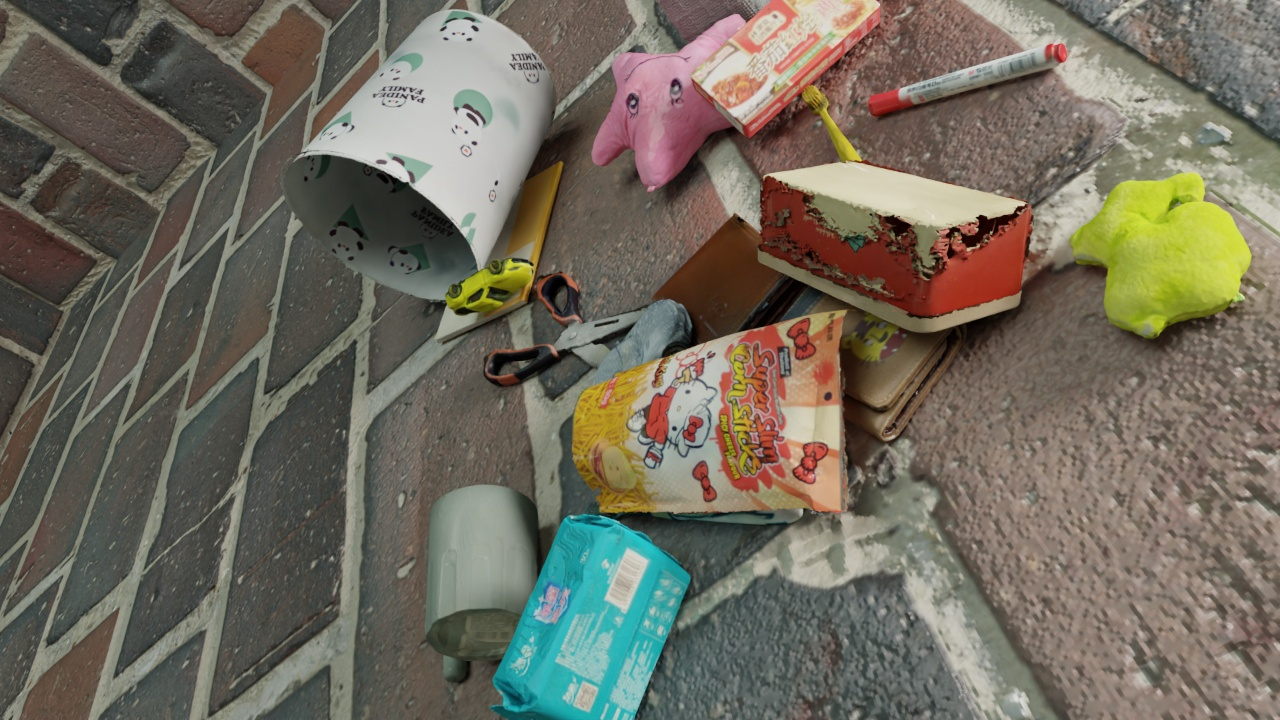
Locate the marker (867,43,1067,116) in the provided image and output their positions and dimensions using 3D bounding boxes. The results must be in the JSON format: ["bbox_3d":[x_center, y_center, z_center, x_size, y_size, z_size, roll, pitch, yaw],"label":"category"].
[{"bbox_3d":[0.231,-0.201,0.661,0.145,0.017,0.017,-4,57,46],"label":"marker"}]

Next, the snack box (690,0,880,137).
[{"bbox_3d":[0.123,-0.267,0.785,0.153,0.025,0.075,-41,69,2],"label":"snack box"}]

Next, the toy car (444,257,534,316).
[{"bbox_3d":[-0.152,-0.073,0.932,0.105,0.048,0.032,-26,70,30],"label":"toy car"}]

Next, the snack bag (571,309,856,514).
[{"bbox_3d":[0.047,0.041,0.598,0.208,0.073,0.128,-14,61,45],"label":"snack bag"}]

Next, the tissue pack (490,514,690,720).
[{"bbox_3d":[-0.029,0.167,0.566,0.050,0.093,0.133,4,62,45],"label":"tissue pack"}]

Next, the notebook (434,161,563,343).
[{"bbox_3d":[-0.157,-0.123,1.029,0.146,0.010,0.205,-19,46,36],"label":"notebook"}]

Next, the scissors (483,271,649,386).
[{"bbox_3d":[-0.073,-0.024,0.846,0.189,0.015,0.226,-41,36,15],"label":"scissors"}]

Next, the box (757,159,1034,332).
[{"bbox_3d":[0.148,-0.085,0.568,0.091,0.078,0.168,-15,27,-24],"label":"box"}]

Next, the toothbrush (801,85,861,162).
[{"bbox_3d":[0.157,-0.165,0.711,0.016,0.016,0.189,-36,38,22],"label":"toothbrush"}]

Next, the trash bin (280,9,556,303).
[{"bbox_3d":[-0.226,-0.232,1.011,0.230,0.229,0.251,-8,49,45],"label":"trash bin"}]

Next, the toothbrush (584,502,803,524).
[{"bbox_3d":[0.028,0.102,0.622,0.192,0.018,0.016,-9,68,44],"label":"toothbrush"}]

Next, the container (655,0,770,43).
[{"bbox_3d":[0.073,-0.363,0.892,0.090,0.114,0.090,-19,47,38],"label":"container"}]

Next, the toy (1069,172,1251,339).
[{"bbox_3d":[0.272,-0.058,0.480,0.097,0.031,0.100,-49,35,1],"label":"toy"}]

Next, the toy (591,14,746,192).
[{"bbox_3d":[0.035,-0.235,0.860,0.195,0.074,0.178,-3,68,35],"label":"toy"}]

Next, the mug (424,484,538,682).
[{"bbox_3d":[-0.124,0.171,0.692,0.103,0.083,0.124,-99,29,-44],"label":"mug"}]

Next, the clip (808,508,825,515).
[{"bbox_3d":[0.100,0.072,0.569,0.025,0.036,0.057,-41,36,11],"label":"clip"}]

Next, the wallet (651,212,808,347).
[{"bbox_3d":[0.066,-0.054,0.706,0.101,0.032,0.124,-48,35,10],"label":"wallet"}]

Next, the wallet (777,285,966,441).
[{"bbox_3d":[0.138,-0.007,0.586,0.090,0.033,0.115,-53,39,-2],"label":"wallet"}]

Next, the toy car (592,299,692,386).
[{"bbox_3d":[-0.004,0.004,0.712,0.121,0.036,0.054,-52,33,25],"label":"toy car"}]
